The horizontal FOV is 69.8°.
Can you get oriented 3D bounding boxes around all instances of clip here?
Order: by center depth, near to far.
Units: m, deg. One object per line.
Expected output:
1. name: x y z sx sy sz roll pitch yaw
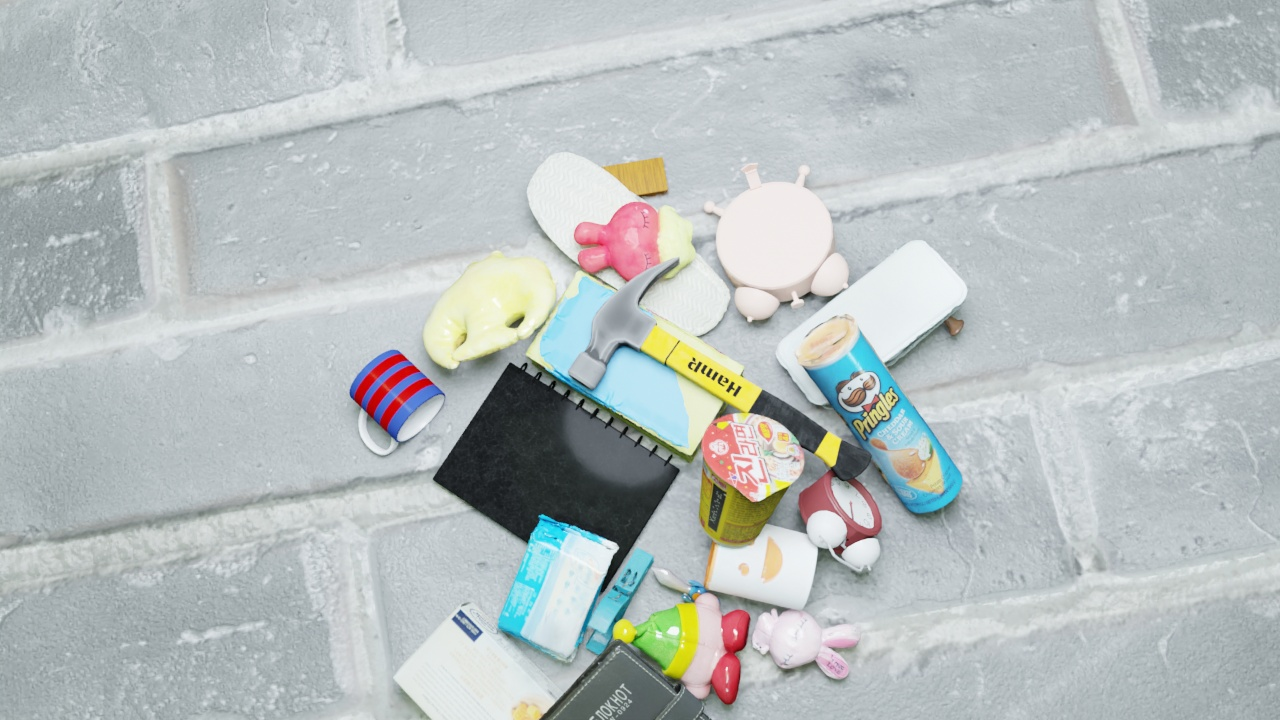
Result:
1. clip: -0.029 0.261 0.973 0.033 0.118 0.120 27 94 15

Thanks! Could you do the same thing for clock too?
1. clock: 0.212 0.167 0.967 0.087 0.124 0.044 32 123 -18
2. clock: 0.151 -0.135 1.033 0.131 0.086 0.160 -19 76 10

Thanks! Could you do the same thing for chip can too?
1. chip can: 0.251 0.059 0.961 0.079 0.080 0.229 -41 111 -5

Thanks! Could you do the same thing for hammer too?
1. hammer: 0.096 0.024 0.964 0.324 0.034 0.169 32 82 8

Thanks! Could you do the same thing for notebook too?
1. notebook: -0.005 0.401 0.931 0.169 0.029 0.209 -46 109 -4
2. notebook: -0.093 0.125 1.037 0.231 0.019 0.169 32 83 8

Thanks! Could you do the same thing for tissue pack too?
1. tissue pack: -0.087 0.241 0.980 0.093 0.061 0.144 23 101 9

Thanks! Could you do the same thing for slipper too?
1. slipper: -0.014 -0.132 1.063 0.272 0.054 0.114 41 88 1

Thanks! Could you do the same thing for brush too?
1. brush: -0.032 -0.211 1.099 0.126 0.017 0.048 -9 79 1

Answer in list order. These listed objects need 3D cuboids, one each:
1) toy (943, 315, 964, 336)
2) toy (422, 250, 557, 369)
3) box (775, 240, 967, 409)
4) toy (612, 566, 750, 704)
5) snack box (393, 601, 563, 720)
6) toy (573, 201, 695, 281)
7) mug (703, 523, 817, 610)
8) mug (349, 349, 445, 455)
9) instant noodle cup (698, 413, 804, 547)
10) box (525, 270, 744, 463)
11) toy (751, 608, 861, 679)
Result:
1. toy: 0.309 -0.058 1.037 0.102 0.041 0.055 43 117 2
2. toy: -0.169 -0.063 1.034 0.171 0.064 0.154 -23 46 14
3. box: 0.254 -0.039 1.007 0.214 0.063 0.118 -39 77 14
4. toy: 0.045 0.286 0.962 0.131 0.097 0.124 9 75 16
5. snack box: -0.150 0.367 0.972 0.208 0.057 0.104 42 84 10
6. toy: -0.006 -0.130 1.016 0.135 0.045 0.091 -1 90 -4
7. mug: 0.127 0.213 0.974 0.105 0.082 0.082 13 80 5
8. mug: -0.284 0.053 1.040 0.076 0.074 0.112 42 110 10
9. instant noodle cup: 0.101 0.125 0.919 0.100 0.113 0.100 5 44 -5
10. box: -0.006 0.006 1.028 0.221 0.079 0.124 29 82 10
11. toy: 0.176 0.299 0.974 0.110 0.047 0.063 12 88 2
